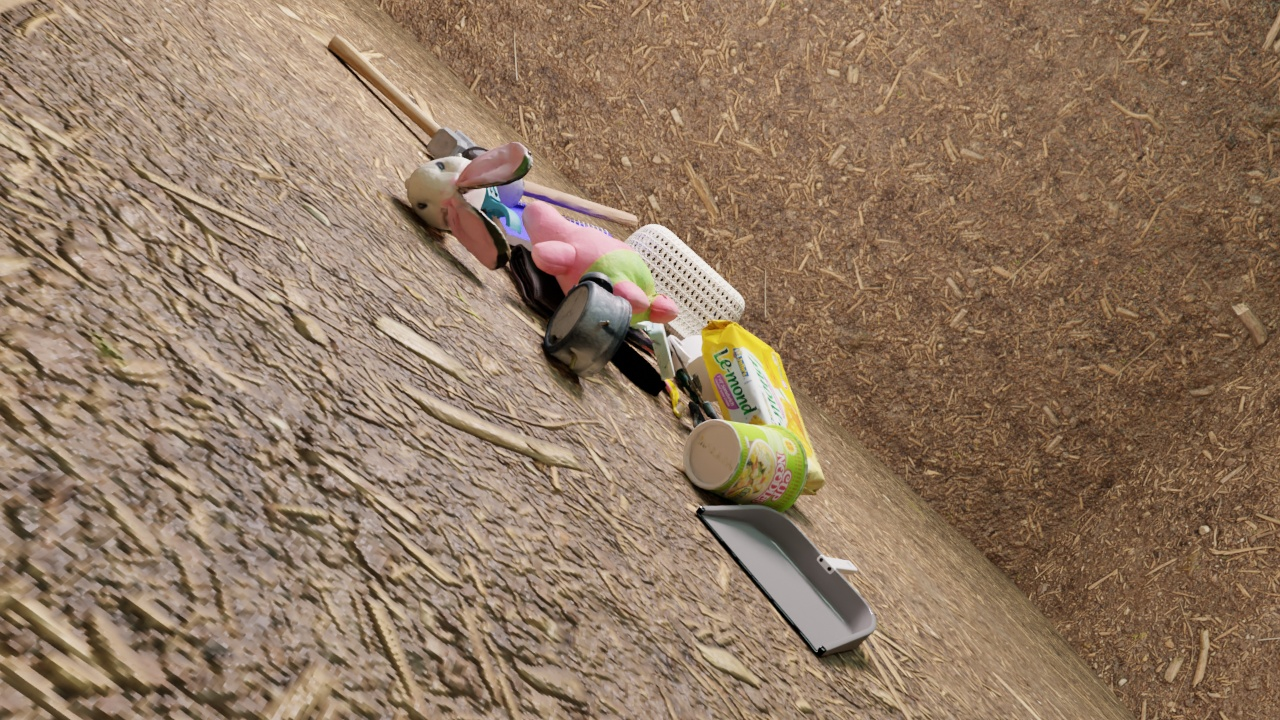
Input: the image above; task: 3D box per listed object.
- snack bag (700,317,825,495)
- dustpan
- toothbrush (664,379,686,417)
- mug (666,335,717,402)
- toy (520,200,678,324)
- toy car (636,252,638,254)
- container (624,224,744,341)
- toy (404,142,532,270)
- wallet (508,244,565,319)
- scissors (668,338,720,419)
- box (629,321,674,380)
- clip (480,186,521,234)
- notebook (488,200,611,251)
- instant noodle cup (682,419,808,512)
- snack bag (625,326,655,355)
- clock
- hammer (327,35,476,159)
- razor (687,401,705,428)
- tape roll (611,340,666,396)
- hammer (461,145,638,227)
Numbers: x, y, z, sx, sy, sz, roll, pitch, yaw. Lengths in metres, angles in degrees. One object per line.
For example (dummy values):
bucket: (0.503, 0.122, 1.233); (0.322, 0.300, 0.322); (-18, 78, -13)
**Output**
snack bag: (0.159, 0.066, 1.223); (0.159, 0.068, 0.247); (27, 40, -53)
dustpan: (0.164, 0.206, 0.892); (0.163, 0.033, 0.257); (48, 10, 28)
toothbrush: (0.041, 0.042, 1.181); (0.021, 0.016, 0.135); (35, 11, -17)
mug: (0.079, 0.003, 1.345); (0.105, 0.073, 0.089); (40, 10, -19)
toy: (-0.063, -0.109, 1.054); (0.237, 0.097, 0.192); (42, 9, 28)
toy car: (-0.067, -0.118, 1.190); (0.153, 0.056, 0.054); (-9, 82, -44)
container: (0.045, -0.102, 1.464); (0.246, 0.143, 0.184); (41, -3, -13)
toy: (-0.201, -0.185, 0.979); (0.105, 0.131, 0.205); (13, 11, -29)
wallet: (-0.105, -0.075, 1.067); (0.099, 0.031, 0.120); (37, 16, -37)
scissors: (0.085, 0.066, 1.130); (0.204, 0.015, 0.202); (60, -2, 11)
box: (-0.004, -0.039, 1.194); (0.125, 0.075, 0.197); (23, 10, -5)
clip: (-0.173, -0.188, 1.098); (0.028, 0.113, 0.126); (27, 31, -49)
notebook: (-0.115, -0.177, 1.312); (0.209, 0.022, 0.171); (16, 23, -29)
instant noodle cup: (0.103, 0.105, 0.939); (0.107, 0.099, 0.099); (20, 23, -48)
snack bag: (-0.027, -0.053, 1.321); (0.155, 0.018, 0.074); (30, 13, -51)
clock: (-0.055, -0.038, 0.911); (0.052, 0.090, 0.129); (32, 16, -23)
hammer: (-0.357, -0.387, 1.386); (0.323, 0.051, 0.117); (42, 9, 15)
razor: (0.089, 0.107, 1.080); (0.144, 0.022, 0.042); (58, -2, 44)
tape roll: (-0.007, 0.007, 1.137); (0.091, 0.016, 0.093); (45, 9, 15)
hammer: (-0.121, -0.240, 1.362); (0.327, 0.052, 0.098); (9, 28, -46)
